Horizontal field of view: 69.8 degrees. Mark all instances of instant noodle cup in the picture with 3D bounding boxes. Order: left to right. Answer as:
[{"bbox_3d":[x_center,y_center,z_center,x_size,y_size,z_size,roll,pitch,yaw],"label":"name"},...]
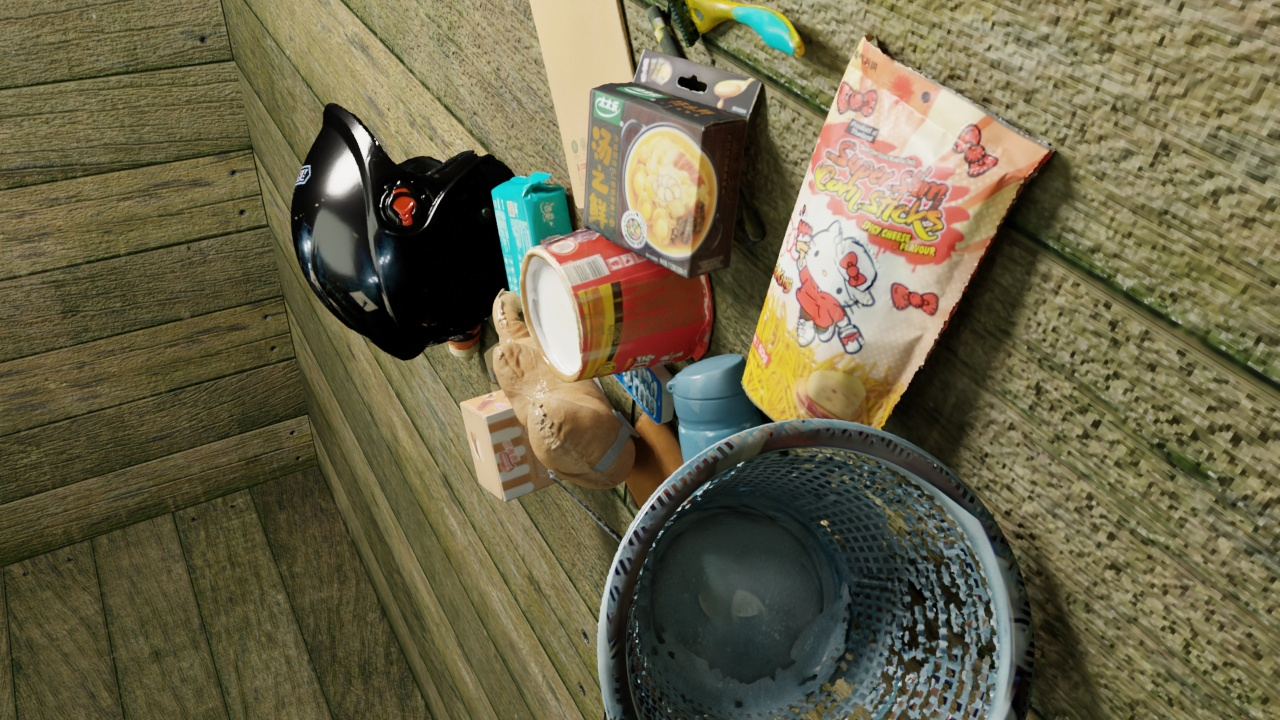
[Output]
[{"bbox_3d":[-0.025,-0.050,0.724,0.138,0.108,0.138,41,140,47],"label":"instant noodle cup"}]

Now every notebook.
[{"bbox_3d":[-0.043,-0.233,0.757,0.148,0.008,0.208,8,113,61],"label":"notebook"}]

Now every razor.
[{"bbox_3d":[0.060,-0.202,0.552,0.132,0.028,0.043,43,165,50],"label":"razor"}]

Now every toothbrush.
[{"bbox_3d":[0.043,-0.162,0.630,0.017,0.012,0.185,125,124,-71],"label":"toothbrush"}]

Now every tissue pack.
[{"bbox_3d":[-0.101,-0.116,0.894,0.093,0.050,0.133,22,125,59],"label":"tissue pack"}]

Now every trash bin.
[{"bbox_3d":[0.079,0.154,0.551,0.195,0.226,0.226,134,116,-80],"label":"trash bin"}]

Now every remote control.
[{"bbox_3d":[-0.005,0.005,0.813,0.125,0.024,0.049,47,144,45],"label":"remote control"}]

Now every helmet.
[{"bbox_3d":[-0.260,-0.138,0.993,0.274,0.230,0.234,41,168,-29],"label":"helmet"}]

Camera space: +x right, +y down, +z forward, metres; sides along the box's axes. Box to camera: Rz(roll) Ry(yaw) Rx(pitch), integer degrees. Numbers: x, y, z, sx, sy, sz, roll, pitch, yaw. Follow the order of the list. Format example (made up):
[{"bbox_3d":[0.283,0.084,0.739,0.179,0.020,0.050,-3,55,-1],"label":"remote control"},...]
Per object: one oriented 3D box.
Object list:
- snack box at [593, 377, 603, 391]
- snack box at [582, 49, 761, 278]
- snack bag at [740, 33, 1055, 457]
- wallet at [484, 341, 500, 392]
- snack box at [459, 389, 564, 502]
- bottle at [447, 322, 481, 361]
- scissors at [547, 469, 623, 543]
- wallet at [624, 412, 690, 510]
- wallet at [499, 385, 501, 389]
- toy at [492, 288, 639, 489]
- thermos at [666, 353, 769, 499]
[{"bbox_3d":[-0.079,0.045,0.982,0.084,0.026,0.157,67,153,11],"label":"snack box"},{"bbox_3d":[0.016,-0.135,0.621,0.113,0.053,0.126,31,129,39],"label":"snack box"},{"bbox_3d":[0.123,-0.054,0.501,0.128,0.073,0.208,51,140,37],"label":"snack bag"},{"bbox_3d":[-0.164,0.036,1.146,0.087,0.024,0.115,-21,88,59],"label":"wallet"},{"bbox_3d":[-0.121,0.079,0.945,0.077,0.094,0.093,17,121,59],"label":"snack box"},{"bbox_3d":[-0.233,-0.054,1.185,0.066,0.066,0.150,51,154,36],"label":"bottle"},{"bbox_3d":[0.013,0.170,0.756,0.234,0.021,0.161,47,172,-33],"label":"scissors"},{"bbox_3d":[0.027,0.123,0.818,0.131,0.031,0.108,60,150,27],"label":"wallet"},{"bbox_3d":[-0.135,0.057,1.052,0.101,0.020,0.115,35,-144,-81],"label":"wallet"},{"bbox_3d":[-0.080,0.027,0.843,0.226,0.082,0.143,54,-179,42],"label":"toy"},{"bbox_3d":[0.070,0.105,0.687,0.070,0.070,0.220,16,120,59],"label":"thermos"}]
